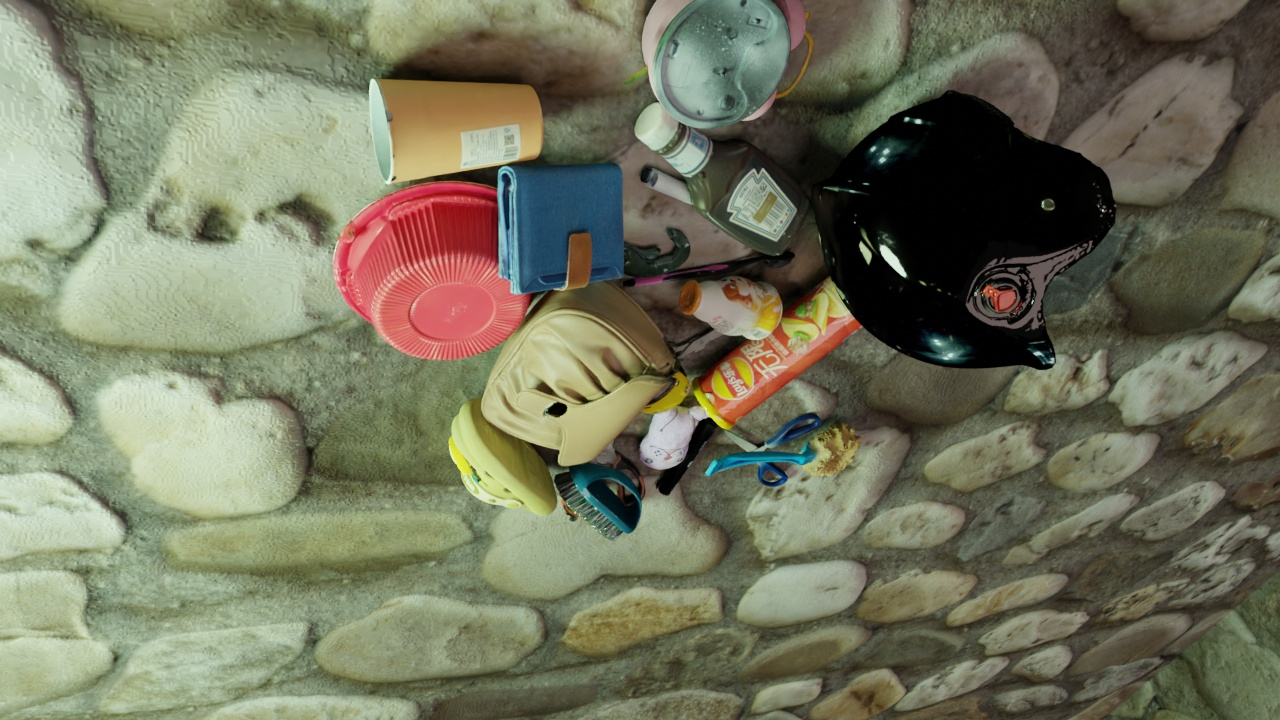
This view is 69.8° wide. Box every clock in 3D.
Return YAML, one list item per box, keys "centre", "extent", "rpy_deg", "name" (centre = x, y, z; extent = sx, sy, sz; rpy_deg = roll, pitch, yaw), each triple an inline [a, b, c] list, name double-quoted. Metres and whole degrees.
- centre: [0.074, -0.253, 0.753]
  extent: [0.158, 0.059, 0.117]
  rpy_deg: [3, 130, -25]
  name: "clock"

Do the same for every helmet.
- centre: [0.290, -0.108, 0.860]
  extent: [0.230, 0.233, 0.275]
  rpy_deg: [-15, 100, 10]
  name: "helmet"

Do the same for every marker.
- centre: [0.057, 0.119, 1.144]
  extent: [0.022, 0.020, 0.132]
  rpy_deg: [26, 123, -7]
  name: "marker"
- centre: [0.054, -0.153, 0.871]
  extent: [0.130, 0.022, 0.018]
  rpy_deg: [15, 162, -36]
  name: "marker"

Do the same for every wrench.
- centre: [-0.075, -0.111, 0.856]
  extent: [0.273, 0.016, 0.056]
  rpy_deg: [4, 130, -28]
  name: "wrench"

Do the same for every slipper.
- centre: [-0.156, 0.120, 0.997]
  extent: [0.082, 0.091, 0.190]
  rpy_deg: [-27, 141, 6]
  name: "slipper"

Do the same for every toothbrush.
- centre: [0.072, -0.092, 0.946]
  extent: [0.189, 0.014, 0.018]
  rpy_deg: [-11, 148, -14]
  name: "toothbrush"

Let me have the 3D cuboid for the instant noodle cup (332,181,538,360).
- centre: [-0.168, -0.064, 0.807]
  extent: [0.193, 0.065, 0.194]
  rpy_deg: [-12, 143, -9]
  name: "instant noodle cup"

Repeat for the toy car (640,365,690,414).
- centre: [-0.006, 0.006, 0.970]
  extent: [0.071, 0.041, 0.156]
  rpy_deg: [-38, 123, 15]
  name: "toy car"

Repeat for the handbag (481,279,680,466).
- centre: [-0.065, 0.020, 0.888]
  extent: [0.147, 0.099, 0.205]
  rpy_deg: [30, 134, -12]
  name: "handbag"

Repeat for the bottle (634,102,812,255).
- centre: [0.075, -0.169, 0.842]
  extent: [0.194, 0.044, 0.080]
  rpy_deg: [29, 96, -36]
  name: "bottle"

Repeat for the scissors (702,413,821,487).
- centre: [0.162, 0.117, 1.194]
  extent: [0.162, 0.012, 0.172]
  rpy_deg: [-38, 136, 14]
  name: "scissors"

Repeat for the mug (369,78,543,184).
- centre: [-0.142, -0.182, 0.716]
  extent: [0.122, 0.078, 0.078]
  rpy_deg: [-10, 135, -22]
  name: "mug"

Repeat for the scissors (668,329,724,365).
- centre: [0.066, -0.014, 1.022]
  extent: [0.174, 0.014, 0.137]
  rpy_deg: [-4, 132, -23]
  name: "scissors"

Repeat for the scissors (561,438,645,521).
- centre: [-0.050, 0.125, 1.102]
  extent: [0.195, 0.015, 0.216]
  rpy_deg: [23, 120, -39]
  name: "scissors"

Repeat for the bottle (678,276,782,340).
- centre: [0.093, -0.057, 0.952]
  extent: [0.108, 0.063, 0.063]
  rpy_deg: [8, 128, -32]
  name: "bottle"

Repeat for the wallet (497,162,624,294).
- centre: [-0.064, -0.114, 0.784]
  extent: [0.132, 0.040, 0.106]
  rpy_deg: [-15, 110, -47]
  name: "wallet"

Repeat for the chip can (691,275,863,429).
- centre: [0.160, -0.014, 1.022]
  extent: [0.217, 0.073, 0.073]
  rpy_deg: [-39, 136, 13]
  name: "chip can"

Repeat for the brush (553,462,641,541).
- centre: [-0.041, 0.163, 1.091]
  extent: [0.073, 0.055, 0.144]
  rpy_deg: [-31, 136, 8]
  name: "brush"

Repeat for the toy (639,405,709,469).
- centre: [0.037, 0.089, 1.088]
  extent: [0.083, 0.039, 0.108]
  rpy_deg: [4, 130, -20]
  name: "toy"

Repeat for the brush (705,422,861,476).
- centre: [0.184, 0.121, 1.158]
  extent: [0.254, 0.046, 0.083]
  rpy_deg: [-2, 136, -35]
  name: "brush"
